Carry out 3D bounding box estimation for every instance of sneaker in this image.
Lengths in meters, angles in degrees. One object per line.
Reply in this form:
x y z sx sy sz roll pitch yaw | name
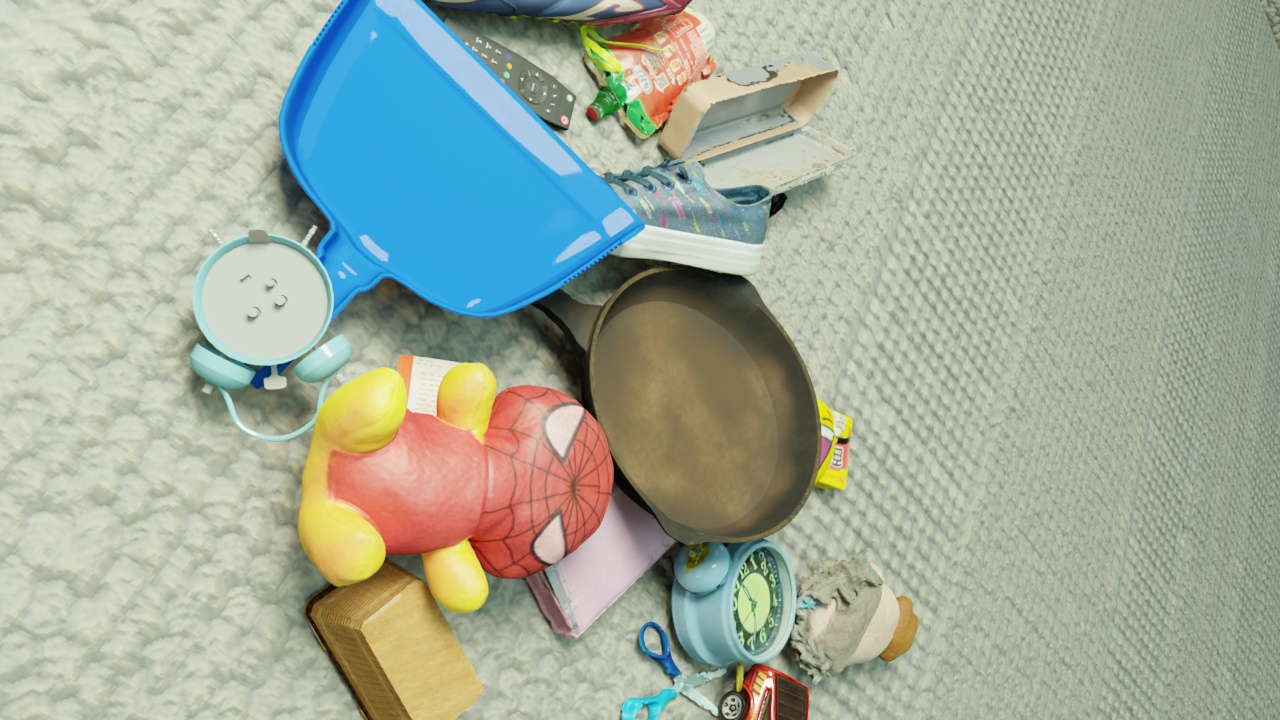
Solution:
-0.060 -0.291 0.720 0.241 0.091 0.116 -12 76 -21 | sneaker
0.008 -0.126 0.724 0.235 0.087 0.079 6 114 -35 | sneaker

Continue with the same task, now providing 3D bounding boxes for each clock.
0.077 0.187 0.778 0.117 0.060 0.162 -38 115 -44 | clock
-0.212 -0.015 0.527 0.087 0.042 0.123 -4 91 -14 | clock

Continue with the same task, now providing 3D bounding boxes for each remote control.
-0.103 -0.222 0.712 0.124 0.010 0.039 25 68 -37 | remote control

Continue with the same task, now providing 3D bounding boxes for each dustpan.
-0.161 -0.086 0.590 0.245 0.059 0.257 43 82 -11 | dustpan

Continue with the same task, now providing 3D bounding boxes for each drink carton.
-0.142 0.062 0.629 0.069 0.039 0.122 12 83 -40 | drink carton

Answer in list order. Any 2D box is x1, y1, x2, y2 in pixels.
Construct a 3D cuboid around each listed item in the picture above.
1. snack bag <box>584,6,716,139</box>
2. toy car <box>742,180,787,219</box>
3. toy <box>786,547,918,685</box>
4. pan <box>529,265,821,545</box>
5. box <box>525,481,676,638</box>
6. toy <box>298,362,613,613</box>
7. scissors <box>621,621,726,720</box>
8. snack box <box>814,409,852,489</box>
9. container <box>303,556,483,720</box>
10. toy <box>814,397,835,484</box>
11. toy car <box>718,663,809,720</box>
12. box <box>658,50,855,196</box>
0.007 -0.252 0.800 0.154 0.044 0.087 -47 109 -31 | snack bag
0.097 -0.143 0.862 0.091 0.042 0.036 -26 128 -39 | toy car
0.206 0.246 0.882 0.175 0.076 0.133 27 96 -36 | toy
-0.004 0.004 0.713 0.356 0.043 0.248 32 54 -21 | pan
0.003 0.115 0.739 0.232 0.046 0.098 -35 106 -39 | box
-0.105 0.075 0.573 0.216 0.099 0.147 12 93 -48 | toy
0.034 0.260 0.769 0.133 0.015 0.103 5 80 -43 | scissors
0.148 0.073 0.887 0.152 0.025 0.075 22 70 -38 | snack box
-0.151 0.185 0.580 0.063 0.061 0.114 -36 108 -39 | container
0.143 0.073 0.837 0.095 0.041 0.094 17 79 -39 | toy
0.096 0.360 0.782 0.081 0.056 0.189 35 65 -37 | toy car
0.116 -0.223 0.854 0.215 0.095 0.108 -27 133 -40 | box
